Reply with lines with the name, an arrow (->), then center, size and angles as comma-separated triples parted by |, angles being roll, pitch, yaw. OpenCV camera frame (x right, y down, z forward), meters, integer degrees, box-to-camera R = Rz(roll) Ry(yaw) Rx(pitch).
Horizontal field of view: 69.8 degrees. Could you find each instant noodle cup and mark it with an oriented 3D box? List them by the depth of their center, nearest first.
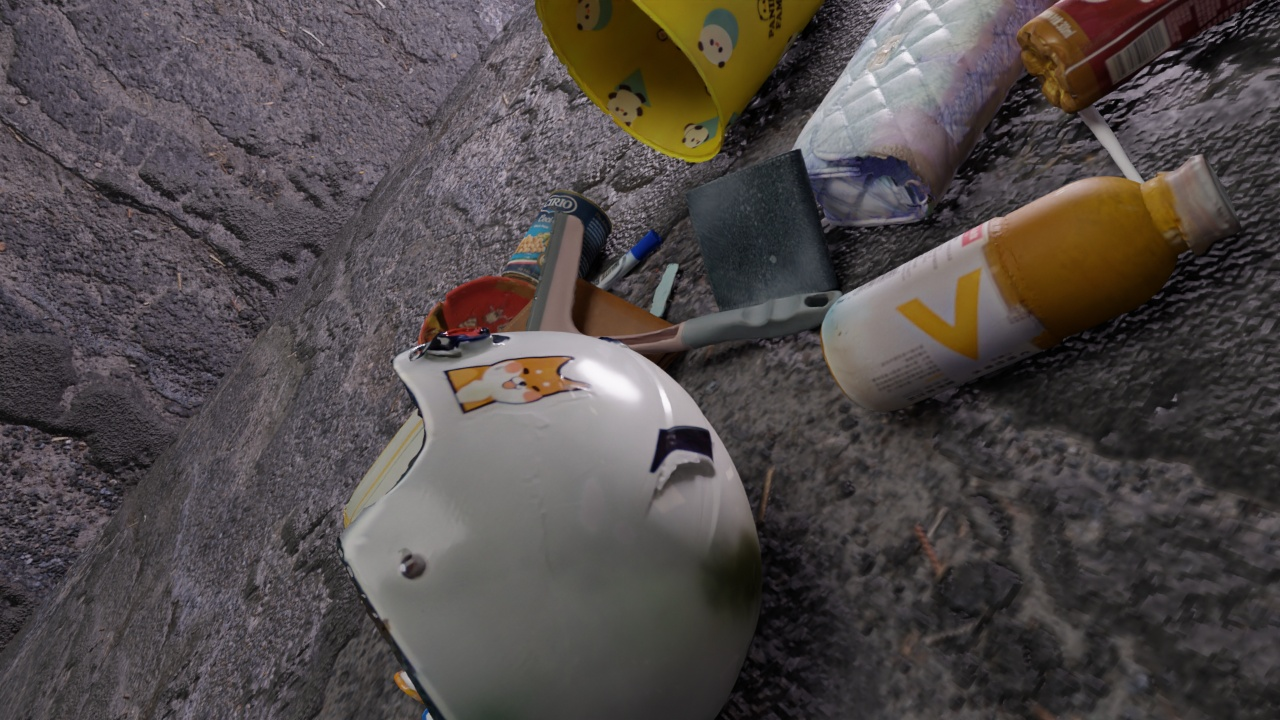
instant noodle cup -> -0.140, -0.010, 0.846 | 0.138, 0.138, 0.109 | -53, 18, -6

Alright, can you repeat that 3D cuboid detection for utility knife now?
utility knife -> -0.004, 0.004, 0.737 | 0.034, 0.018, 0.237 | -23, 36, 44

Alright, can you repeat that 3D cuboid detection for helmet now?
helmet -> -0.022, 0.086, 0.466 | 0.157, 0.230, 0.273 | -15, 25, 7

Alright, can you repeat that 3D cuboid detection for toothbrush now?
toothbrush -> 0.250, -0.119, 0.500 | 0.016, 0.016, 0.179 | -40, 28, 32

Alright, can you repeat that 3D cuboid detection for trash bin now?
trash bin -> 0.066, -0.365, 0.892 | 0.255, 0.229, 0.230 | -50, 26, -12

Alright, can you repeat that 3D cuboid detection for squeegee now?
squeegee -> 0.026, -0.020, 0.653 | 0.250, 0.040, 0.247 | -7, 57, 29

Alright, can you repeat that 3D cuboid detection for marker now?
marker -> -0.037, -0.073, 0.886 | 0.146, 0.017, 0.016 | -40, 28, 20

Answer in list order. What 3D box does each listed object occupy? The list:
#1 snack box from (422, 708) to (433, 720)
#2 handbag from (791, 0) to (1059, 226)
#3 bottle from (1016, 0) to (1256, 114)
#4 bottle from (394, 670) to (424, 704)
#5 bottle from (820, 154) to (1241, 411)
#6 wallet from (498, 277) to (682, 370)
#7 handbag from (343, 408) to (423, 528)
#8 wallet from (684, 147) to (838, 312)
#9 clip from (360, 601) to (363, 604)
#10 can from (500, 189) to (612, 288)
snack box -> -0.089, 0.239, 0.552 | 0.084, 0.026, 0.157 | -49, 26, 3
handbag -> 0.186, -0.183, 0.614 | 0.193, 0.075, 0.134 | -57, 27, -11
bottle -> 0.292, -0.202, 0.482 | 0.175, 0.057, 0.057 | -32, 30, 15
bottle -> -0.126, 0.184, 0.641 | 0.108, 0.063, 0.063 | -56, 27, -9
bottle -> 0.179, -0.035, 0.443 | 0.190, 0.068, 0.067 | -29, 34, 36
wallet -> -0.049, -0.006, 0.718 | 0.131, 0.035, 0.119 | 29, 70, 31
handbag -> -0.201, 0.126, 0.840 | 0.163, 0.063, 0.179 | -53, 30, 2
wallet -> 0.081, -0.087, 0.648 | 0.019, 0.097, 0.121 | -19, 6, -34
clip -> -0.178, 0.190, 0.704 | 0.034, 0.071, 0.100 | -55, -7, -8
can -> -0.087, -0.109, 0.945 | 0.075, 0.075, 0.111 | -6, 51, 55
